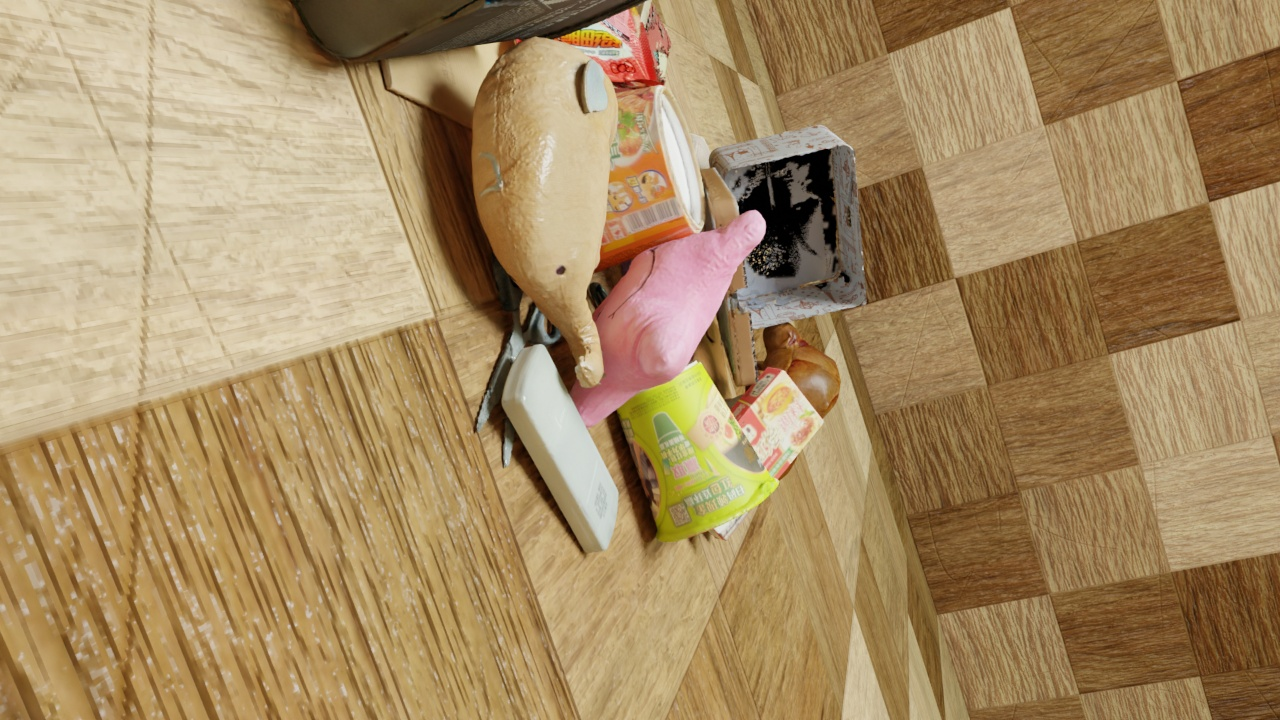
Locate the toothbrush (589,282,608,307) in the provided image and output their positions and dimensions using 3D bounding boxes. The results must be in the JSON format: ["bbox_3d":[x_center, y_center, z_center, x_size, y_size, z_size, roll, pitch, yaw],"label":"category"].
[{"bbox_3d":[-0.005,0.005,0.818,0.181,0.016,0.018,63,30,-30],"label":"toothbrush"}]

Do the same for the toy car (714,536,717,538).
[{"bbox_3d":[0.078,0.133,0.917,0.090,0.035,0.042,-88,155,-50],"label":"toy car"}]

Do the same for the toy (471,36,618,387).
[{"bbox_3d":[-0.058,-0.097,0.602,0.143,0.083,0.226,15,74,-59],"label":"toy"}]

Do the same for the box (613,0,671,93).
[{"bbox_3d":[-0.016,-0.301,0.932,0.077,0.091,0.168,57,24,-32],"label":"box"}]

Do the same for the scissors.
[{"bbox_3d":[-0.085,-0.014,0.612,0.163,0.014,0.165,-12,87,-69],"label":"scissors"}]

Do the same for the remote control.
[{"bbox_3d":[-0.051,0.062,0.610,0.058,0.021,0.150,-77,151,-50],"label":"remote control"}]

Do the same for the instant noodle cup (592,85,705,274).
[{"bbox_3d":[-0.016,-0.149,0.748,0.151,0.111,0.151,-12,90,-74],"label":"instant noodle cup"}]

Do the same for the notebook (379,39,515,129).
[{"bbox_3d":[-0.134,-0.235,0.659,0.211,0.012,0.149,1,74,-71],"label":"notebook"}]

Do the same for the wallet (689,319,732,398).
[{"bbox_3d":[0.067,-0.016,1.026,0.132,0.031,0.107,47,33,-56],"label":"wallet"}]

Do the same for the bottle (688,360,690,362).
[{"bbox_3d":[0.038,0.026,0.868,0.079,0.044,0.195,-112,176,-60],"label":"bottle"}]

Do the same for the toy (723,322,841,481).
[{"bbox_3d":[0.130,0.064,0.978,0.200,0.130,0.139,98,14,-47],"label":"toy"}]

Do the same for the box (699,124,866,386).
[{"bbox_3d":[0.143,-0.107,0.871,0.205,0.158,0.181,-97,177,-64],"label":"box"}]

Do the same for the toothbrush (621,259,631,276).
[{"bbox_3d":[-0.018,-0.142,0.914,0.017,0.014,0.188,64,17,-59],"label":"toothbrush"}]

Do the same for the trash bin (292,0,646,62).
[{"bbox_3d":[-0.090,-0.279,0.523,0.219,0.199,0.199,-50,122,-53],"label":"trash bin"}]

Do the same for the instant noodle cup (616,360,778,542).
[{"bbox_3d":[0.038,0.069,0.756,0.123,0.112,0.111,64,19,-2],"label":"instant noodle cup"}]

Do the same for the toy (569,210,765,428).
[{"bbox_3d":[0.002,-0.026,0.685,0.074,0.179,0.194,42,65,-17],"label":"toy"}]

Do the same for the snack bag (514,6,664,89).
[{"bbox_3d":[-0.051,-0.298,0.805,0.207,0.128,0.073,-97,-155,-45],"label":"snack bag"}]

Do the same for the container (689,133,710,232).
[{"bbox_3d":[0.035,-0.166,0.973,0.110,0.090,0.090,-81,149,-47],"label":"container"}]

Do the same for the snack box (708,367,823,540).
[{"bbox_3d":[0.099,0.086,0.852,0.075,0.152,0.025,49,-16,-24],"label":"snack box"}]
